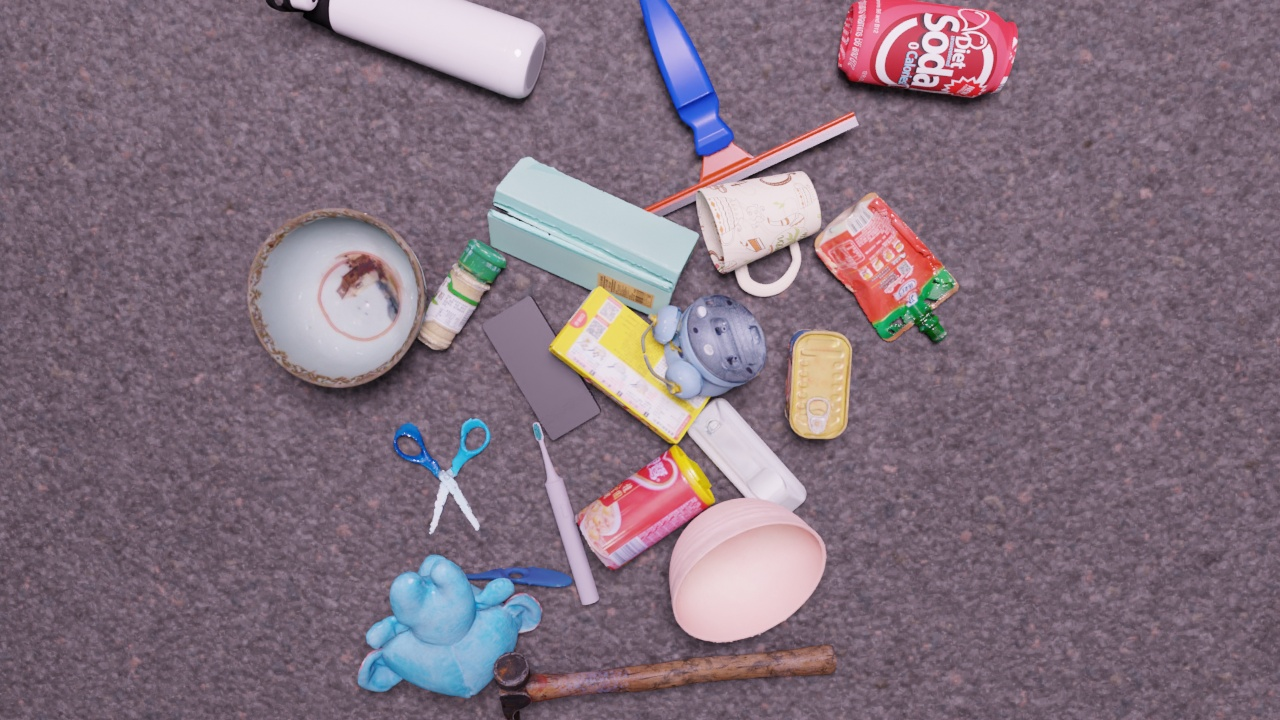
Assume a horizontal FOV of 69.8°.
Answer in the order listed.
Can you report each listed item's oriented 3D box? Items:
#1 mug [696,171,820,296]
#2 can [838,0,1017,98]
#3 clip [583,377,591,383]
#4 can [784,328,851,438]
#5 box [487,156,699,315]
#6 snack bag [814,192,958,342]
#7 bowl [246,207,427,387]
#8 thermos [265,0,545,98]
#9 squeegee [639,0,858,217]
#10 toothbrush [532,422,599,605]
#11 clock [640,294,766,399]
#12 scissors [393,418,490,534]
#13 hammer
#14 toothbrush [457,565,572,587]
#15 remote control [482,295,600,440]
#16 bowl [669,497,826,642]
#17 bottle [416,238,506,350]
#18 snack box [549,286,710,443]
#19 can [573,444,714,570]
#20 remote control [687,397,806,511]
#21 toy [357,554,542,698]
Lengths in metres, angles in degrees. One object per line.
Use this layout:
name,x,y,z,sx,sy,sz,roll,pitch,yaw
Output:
mug,0.115,-0.115,0.857,0.097,0.081,0.122,-17,116,-4
can,0.256,-0.282,0.827,0.142,0.074,0.074,8,95,1
clip,-0.030,0.016,0.895,0.060,0.043,0.023,4,99,-26
can,0.166,0.020,0.866,0.054,0.059,0.100,3,95,2
box,-0.050,-0.104,0.867,0.188,0.077,0.092,24,134,2
snack bag,0.239,-0.078,0.868,0.087,0.044,0.155,-41,97,10
bowl,-0.269,-0.060,0.856,0.160,0.094,0.160,0,96,2
thermos,-0.207,-0.303,0.829,0.230,0.101,0.069,20,115,1
squeegee,0.047,-0.249,0.846,0.250,0.055,0.185,-23,109,12
toothbrush,-0.076,0.151,0.907,0.018,0.019,0.188,-16,95,5
clock,0.056,-0.011,0.845,0.124,0.052,0.088,-7,72,-33
scissors,-0.202,0.112,0.913,0.117,0.014,0.130,16,100,-3
hammer,0.027,0.312,0.899,0.330,0.033,0.120,-4,139,-5
toothbrush,-0.134,0.215,0.916,0.132,0.021,0.016,2,130,2
remote control,-0.096,0.007,0.897,0.058,0.013,0.133,-30,93,4
bowl,0.090,0.185,0.865,0.153,0.076,0.153,-11,126,-16
bottle,-0.174,-0.062,0.880,0.042,0.042,0.110,35,97,-2
snack box,-0.005,0.005,0.869,0.152,0.025,0.075,38,80,-10
can,0.005,0.141,0.879,0.124,0.066,0.066,-36,93,5
remote control,0.104,0.098,0.894,0.050,0.022,0.133,-42,93,5
toy,-0.189,0.239,0.866,0.183,0.114,0.181,-18,132,-11
